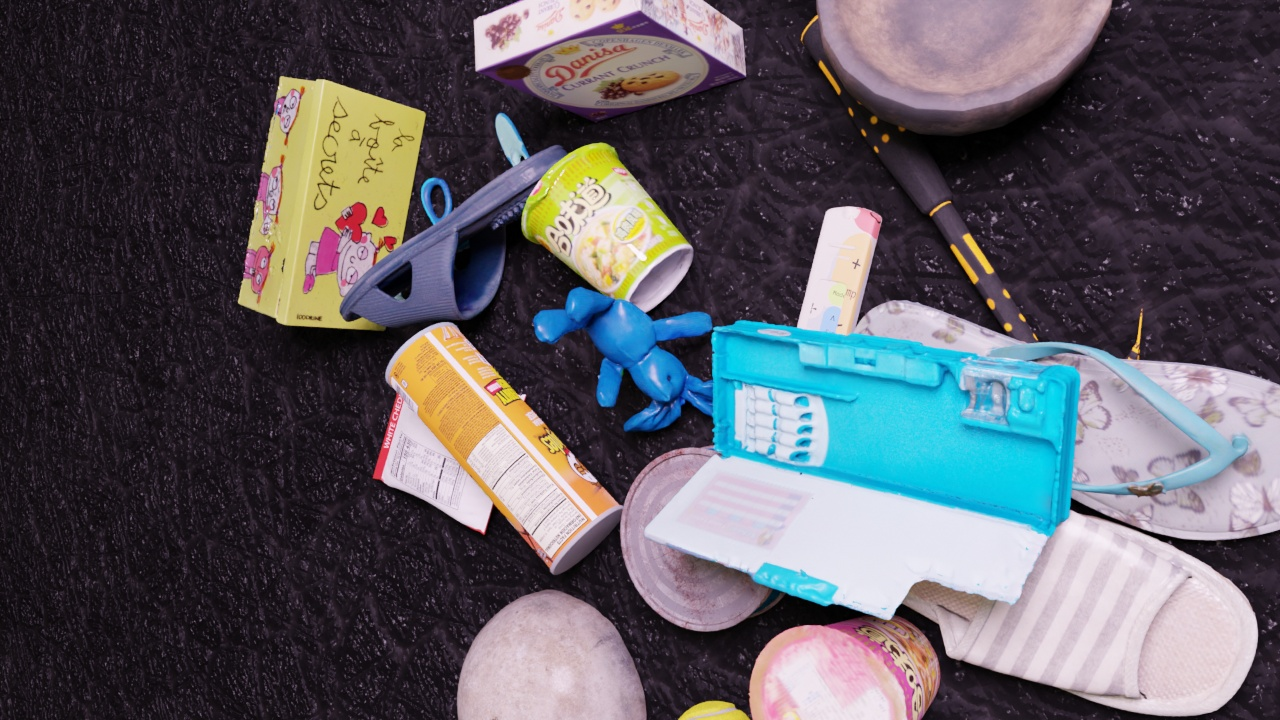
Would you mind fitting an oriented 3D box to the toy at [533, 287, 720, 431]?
[{"bbox_3d":[-0.004,0.004,0.668,0.113,0.176,0.070,-36,32,29],"label":"toy"}]

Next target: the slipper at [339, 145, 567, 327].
[{"bbox_3d":[-0.146,-0.084,0.783,0.264,0.101,0.082,-30,99,29],"label":"slipper"}]

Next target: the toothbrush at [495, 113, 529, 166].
[{"bbox_3d":[-0.098,-0.167,0.799,0.022,0.017,0.135,-44,66,32],"label":"toothbrush"}]

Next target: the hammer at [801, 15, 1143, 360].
[{"bbox_3d":[0.195,-0.100,0.590,0.123,0.036,0.320,-34,73,28],"label":"hammer"}]

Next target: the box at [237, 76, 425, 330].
[{"bbox_3d":[-0.290,-0.145,0.867,0.083,0.124,0.221,20,97,33],"label":"box"}]

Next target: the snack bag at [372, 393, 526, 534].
[{"bbox_3d":[-0.178,0.070,0.831,0.144,0.039,0.131,20,95,30],"label":"snack bag"}]

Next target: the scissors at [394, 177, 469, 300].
[{"bbox_3d":[-0.191,-0.107,0.863,0.134,0.011,0.139,-19,79,32],"label":"scissors"}]

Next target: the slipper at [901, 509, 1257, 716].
[{"bbox_3d":[0.214,0.127,0.560,0.273,0.054,0.114,18,103,34],"label":"slipper"}]

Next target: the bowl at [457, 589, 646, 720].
[{"bbox_3d":[-0.089,0.281,0.742,0.179,0.081,0.178,-2,86,33],"label":"bowl"}]

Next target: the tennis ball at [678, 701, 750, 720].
[{"bbox_3d":[0.053,0.277,0.653,0.065,0.065,0.065,-1,88,34],"label":"tennis ball"}]

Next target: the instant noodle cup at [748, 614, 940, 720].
[{"bbox_3d":[0.136,0.203,0.573,0.098,0.108,0.097,-1,88,34],"label":"instant noodle cup"}]

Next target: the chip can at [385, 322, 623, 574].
[{"bbox_3d":[-0.112,0.068,0.746,0.215,0.075,0.075,45,113,17],"label":"chip can"}]

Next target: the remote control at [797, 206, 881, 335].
[{"bbox_3d":[0.135,-0.045,0.637,0.038,0.018,0.125,16,96,33],"label":"remote control"}]

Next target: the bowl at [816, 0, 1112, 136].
[{"bbox_3d":[0.190,-0.208,0.551,0.162,0.070,0.162,-3,78,16],"label":"bowl"}]

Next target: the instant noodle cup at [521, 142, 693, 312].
[{"bbox_3d":[-0.020,-0.095,0.704,0.108,0.098,0.099,46,113,17],"label":"instant noodle cup"}]

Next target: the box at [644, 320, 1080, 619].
[{"bbox_3d":[0.129,0.066,0.551,0.228,0.086,0.169,11,76,41],"label":"box"}]

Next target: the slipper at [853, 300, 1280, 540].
[{"bbox_3d":[0.241,0.037,0.520,0.269,0.054,0.098,17,108,26],"label":"slipper"}]

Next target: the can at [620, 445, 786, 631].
[{"bbox_3d":[0.050,0.128,0.672,0.130,0.044,0.130,-1,88,34],"label":"can"}]

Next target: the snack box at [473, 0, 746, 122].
[{"bbox_3d":[-0.020,-0.228,0.669,0.144,0.147,0.040,-6,84,34],"label":"snack box"}]
